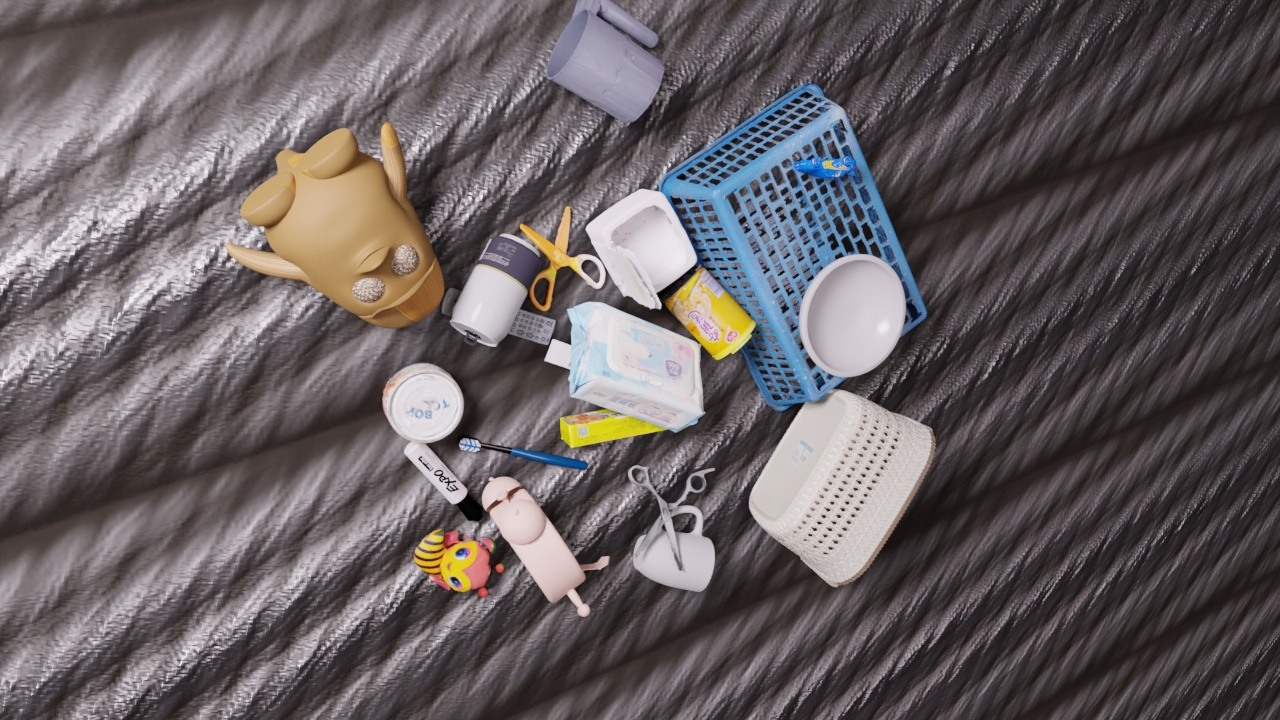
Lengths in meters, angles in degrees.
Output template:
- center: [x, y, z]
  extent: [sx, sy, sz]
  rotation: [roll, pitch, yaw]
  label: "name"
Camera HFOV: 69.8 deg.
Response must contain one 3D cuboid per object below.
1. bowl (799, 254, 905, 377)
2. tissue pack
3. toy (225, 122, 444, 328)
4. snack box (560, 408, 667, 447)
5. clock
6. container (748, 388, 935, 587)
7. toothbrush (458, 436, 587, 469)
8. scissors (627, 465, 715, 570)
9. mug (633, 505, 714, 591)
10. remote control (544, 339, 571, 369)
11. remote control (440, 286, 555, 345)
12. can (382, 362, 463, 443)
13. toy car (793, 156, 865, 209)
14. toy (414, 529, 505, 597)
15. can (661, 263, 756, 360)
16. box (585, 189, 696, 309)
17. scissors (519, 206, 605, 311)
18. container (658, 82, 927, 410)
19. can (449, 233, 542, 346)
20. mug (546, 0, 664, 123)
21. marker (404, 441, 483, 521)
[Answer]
- center: [0.250, -0.057, 1.118]
  extent: [0.149, 0.043, 0.149]
  rotation: [-6, 105, -22]
  label: "bowl"
- center: [-0.006, 0.006, 1.086]
  extent: [0.181, 0.070, 0.111]
  rotation: [21, 54, -27]
  label: "tissue pack"
- center: [-0.280, -0.114, 0.921]
  extent: [0.198, 0.162, 0.203]
  rotation: [-38, 125, -3]
  label: "toy"
- center: [-0.024, 0.076, 1.134]
  extent: [0.147, 0.040, 0.029]
  rotation: [-9, 106, -22]
  label: "snack box"
- center: [-0.113, 0.209, 1.076]
  extent: [0.086, 0.131, 0.160]
  rotation: [-41, 114, -10]
  label: "clock"
- center: [0.258, 0.157, 1.205]
  extent: [0.143, 0.184, 0.246]
  rotation: [32, 88, -17]
  label: "container"
- center: [-0.139, 0.114, 1.108]
  extent: [0.167, 0.014, 0.014]
  rotation: [15, 107, -25]
  label: "toothbrush"
- center: [0.042, 0.187, 1.175]
  extent: [0.173, 0.014, 0.141]
  rotation: [-30, 83, -33]
  label: "scissors"
- center: [0.043, 0.239, 1.192]
  extent: [0.089, 0.071, 0.107]
  rotation: [15, 79, -19]
  label: "mug"
- center: [-0.058, 0.005, 1.118]
  extent: [0.124, 0.012, 0.028]
  rotation: [20, 94, -26]
  label: "remote control"
- center: [-0.164, -0.051, 1.057]
  extent: [0.136, 0.013, 0.033]
  rotation: [17, 95, -26]
  label: "remote control"
- center: [-0.244, 0.048, 1.031]
  extent: [0.086, 0.043, 0.086]
  rotation: [-5, 103, -21]
  label: "can"
- center: [0.224, -0.206, 1.075]
  extent: [0.092, 0.033, 0.062]
  rotation: [-7, 98, -22]
  label: "toy car"
- center: [-0.218, 0.239, 1.087]
  extent: [0.103, 0.046, 0.084]
  rotation: [30, 112, -16]
  label: "toy"
- center: [0.085, -0.058, 1.118]
  extent: [0.067, 0.068, 0.105]
  rotation: [-44, 96, -8]
  label: "can"
- center: [0.006, -0.122, 1.048]
  extent: [0.126, 0.137, 0.109]
  rotation: [-36, 111, -13]
  label: "box"
- center: [-0.089, -0.117, 1.075]
  extent: [0.127, 0.011, 0.125]
  rotation: [7, 101, -26]
  label: "scissors"
- center: [0.214, -0.132, 1.160]
  extent: [0.256, 0.089, 0.362]
  rotation: [-36, 114, -12]
  label: "container"
- center: [-0.161, -0.073, 1.011]
  extent: [0.064, 0.064, 0.127]
  rotation: [32, 75, -26]
  label: "can"
- center: [-0.034, -0.339, 1.016]
  extent: [0.104, 0.084, 0.123]
  rotation: [25, 65, -27]
  label: "mug"
- center: [-0.227, 0.142, 1.071]
  extent: [0.025, 0.025, 0.126]
  rotation: [-41, 115, -10]
  label: "marker"
